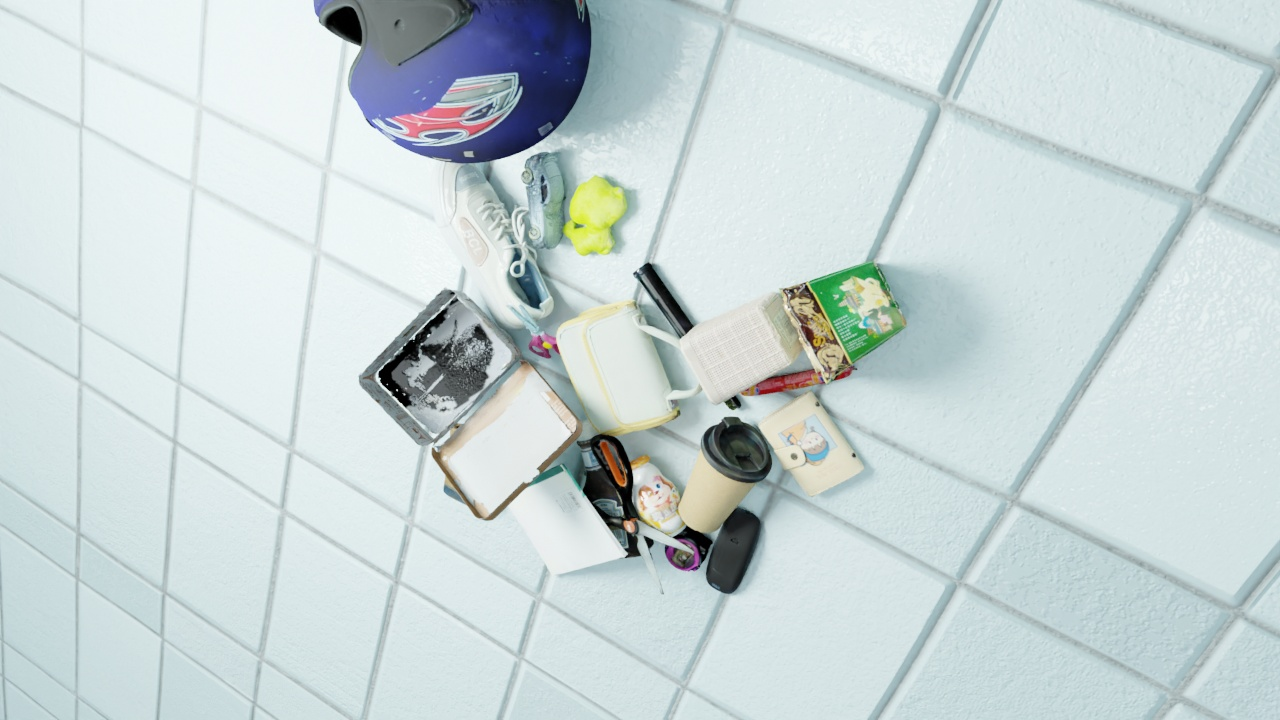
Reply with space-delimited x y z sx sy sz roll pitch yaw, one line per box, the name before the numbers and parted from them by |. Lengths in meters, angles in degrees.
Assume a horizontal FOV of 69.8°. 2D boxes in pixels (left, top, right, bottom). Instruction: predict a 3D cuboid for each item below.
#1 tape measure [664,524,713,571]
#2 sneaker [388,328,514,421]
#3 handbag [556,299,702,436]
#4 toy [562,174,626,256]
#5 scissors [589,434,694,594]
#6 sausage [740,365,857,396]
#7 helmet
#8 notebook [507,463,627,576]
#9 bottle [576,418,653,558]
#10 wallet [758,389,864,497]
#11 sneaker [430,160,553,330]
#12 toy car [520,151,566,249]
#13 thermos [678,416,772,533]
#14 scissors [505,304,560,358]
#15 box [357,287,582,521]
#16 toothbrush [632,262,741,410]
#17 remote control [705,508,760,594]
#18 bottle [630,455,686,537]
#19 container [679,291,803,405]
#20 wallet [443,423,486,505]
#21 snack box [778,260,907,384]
tape measure | 0.062 0.253 1.230 0.057 0.039 0.058 34 120 11
sneaker | -0.281 0.028 1.285 0.242 0.087 0.118 -25 97 30
handbag | -0.007 0.007 1.150 0.179 0.063 0.163 -14 103 35
toy | -0.058 -0.178 1.131 0.097 0.031 0.100 0 109 28
scissors | -0.028 0.201 1.200 0.221 0.021 0.235 -4 106 44
sausage | 0.184 0.025 1.096 0.156 0.020 0.020 -13 102 30
helmet | -0.211 -0.340 1.014 0.316 0.247 0.240 0 90 20
notebook | -0.114 0.226 1.277 0.150 0.012 0.210 56 144 -3
bottle | -0.044 0.174 1.250 0.080 0.043 0.195 -12 102 37
wallet | 0.204 0.103 1.115 0.087 0.024 0.115 -35 93 27
sneaker | -0.183 -0.155 1.164 0.091 0.089 0.242 -12 107 45
toy car | -0.116 -0.198 1.139 0.037 0.054 0.121 7 112 26
thermos | 0.101 0.147 1.148 0.093 0.092 0.144 33 128 11
scissors | -0.142 -0.037 1.187 0.073 0.017 0.137 -5 150 31
box | -0.214 0.056 1.176 0.259 0.110 0.179 45 93 2
toothbrush | 0.060 -0.027 1.134 0.027 0.026 0.212 -32 94 43
remote control | 0.120 0.256 1.212 0.053 0.024 0.137 25 118 17
bottle | 0.018 0.180 1.210 0.063 0.063 0.108 -22 98 31
container | 0.122 -0.018 1.071 0.111 0.089 0.090 -27 95 29
wallet | -0.246 0.157 1.351 0.090 0.033 0.115 19 113 20
snack box | 0.226 -0.049 0.998 0.106 0.117 0.118 -26 87 17
